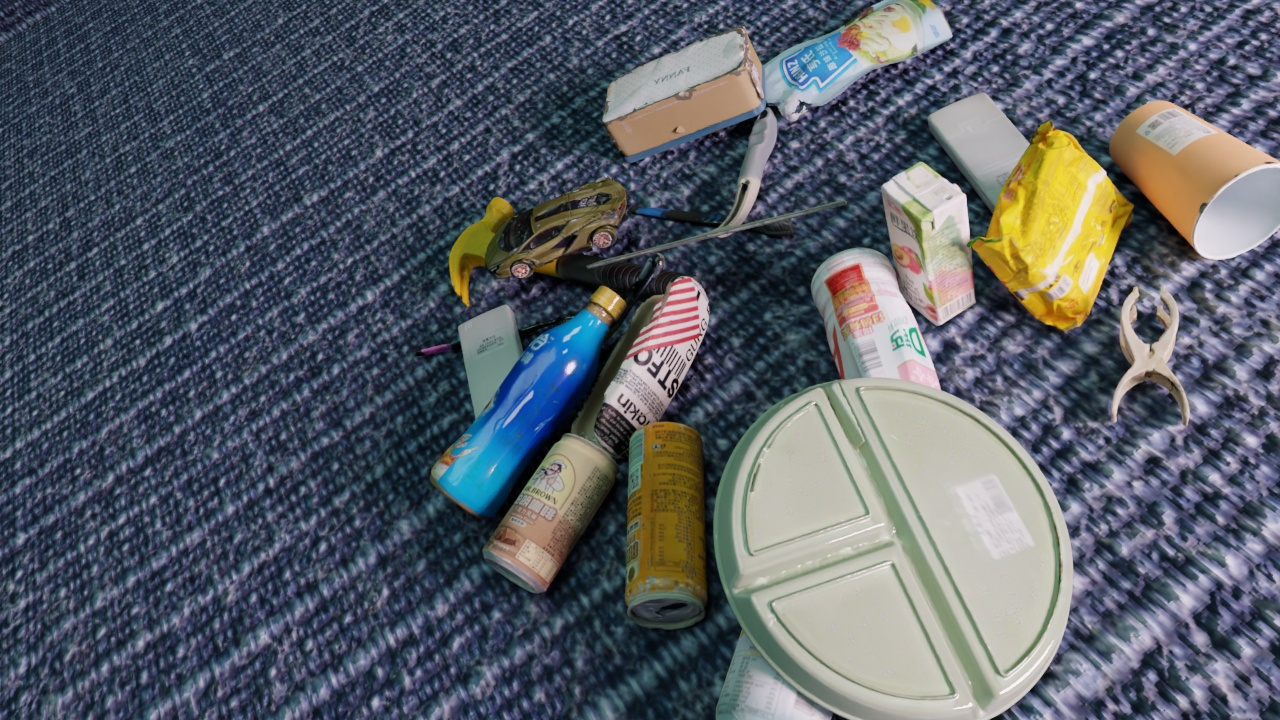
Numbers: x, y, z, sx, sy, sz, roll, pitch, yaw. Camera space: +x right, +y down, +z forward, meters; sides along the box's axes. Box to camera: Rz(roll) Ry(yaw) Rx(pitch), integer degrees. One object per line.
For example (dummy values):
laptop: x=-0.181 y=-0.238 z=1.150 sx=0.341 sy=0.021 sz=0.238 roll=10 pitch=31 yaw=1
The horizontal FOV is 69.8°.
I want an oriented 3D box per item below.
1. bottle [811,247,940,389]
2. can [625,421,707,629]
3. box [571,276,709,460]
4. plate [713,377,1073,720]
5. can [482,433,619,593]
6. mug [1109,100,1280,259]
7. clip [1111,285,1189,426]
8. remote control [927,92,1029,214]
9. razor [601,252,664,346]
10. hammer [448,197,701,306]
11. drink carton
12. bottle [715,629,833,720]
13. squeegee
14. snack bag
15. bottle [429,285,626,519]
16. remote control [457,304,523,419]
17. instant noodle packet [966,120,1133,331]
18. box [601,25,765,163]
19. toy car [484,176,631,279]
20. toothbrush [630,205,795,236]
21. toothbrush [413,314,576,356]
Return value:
bottle: x=0.184 y=0.005 z=0.687 sx=0.068 sy=0.068 sz=0.196 roll=-19 pitch=52 yaw=11
can: x=0.019 y=0.118 z=0.677 sx=0.058 sy=0.058 sz=0.145 roll=-12 pitch=50 yaw=16
box: x=-0.005 y=0.005 z=0.768 sx=0.086 sy=0.075 sz=0.162 roll=7 pitch=63 yaw=44
plate: x=0.160 y=0.109 z=0.572 sx=0.230 sy=0.028 sz=0.229 roll=2 pitch=63 yaw=-4
can: x=-0.069 y=0.119 z=0.718 sx=0.058 sy=0.058 sz=0.116 roll=18 pitch=63 yaw=35
mug: x=0.414 y=-0.142 z=0.690 sx=0.078 sy=0.078 sz=0.122 roll=-24 pitch=43 yaw=6
clip: x=0.351 y=-0.002 z=0.636 sx=0.072 sy=0.035 sz=0.100 roll=0 pitch=63 yaw=25
remote control: x=0.307 y=-0.181 z=0.804 sx=0.058 sy=0.021 sz=0.149 roll=-22 pitch=47 yaw=8
razor: x=-0.024 y=-0.040 z=0.823 sx=0.143 sy=0.022 sz=0.042 roll=-49 pitch=51 yaw=17
hammer: x=-0.073 y=-0.093 z=0.907 sx=0.301 sy=0.033 sz=0.128 roll=15 pitch=62 yaw=34
drink carton: x=0.223 y=-0.088 z=0.701 sx=0.045 sy=0.122 sz=0.053 roll=-30 pitch=47 yaw=-2
bottle: x=0.106 y=0.161 z=0.594 sx=0.068 sy=0.068 sz=0.189 roll=7 pitch=57 yaw=29
squeegee: x=0.098 y=-0.169 z=0.871 sx=0.247 sy=0.039 sz=0.245 roll=-11 pitch=36 yaw=31
snack bag: x=0.212 y=-0.315 z=0.948 sx=0.191 sy=0.039 sz=0.110 roll=-25 pitch=54 yaw=7
bottle: x=-0.087 y=0.031 z=0.773 sx=0.065 sy=0.065 sz=0.218 roll=31 pitch=79 yaw=39
remote control: x=-0.133 y=0.011 z=0.851 sx=0.056 sy=0.019 sz=0.135 roll=-24 pitch=55 yaw=7
instant noodle packet: x=0.310 y=-0.098 z=0.691 sx=0.128 sy=0.111 sz=0.044 roll=-56 pitch=16 yaw=-19
box: x=0.039 y=-0.277 z=0.970 sx=0.185 sy=0.062 sz=0.089 roll=-15 pitch=47 yaw=27
toy car: x=-0.084 y=-0.127 z=0.891 sx=0.158 sy=0.042 sz=0.070 roll=-23 pitch=46 yaw=10
toothbrush: x=0.065 y=-0.139 z=0.891 sx=0.190 sy=0.016 sz=0.014 roll=14 pitch=55 yaw=35
toothbrush: x=-0.139 y=-0.020 z=0.894 sx=0.189 sy=0.014 sz=0.017 roll=-11 pitch=60 yaw=18
